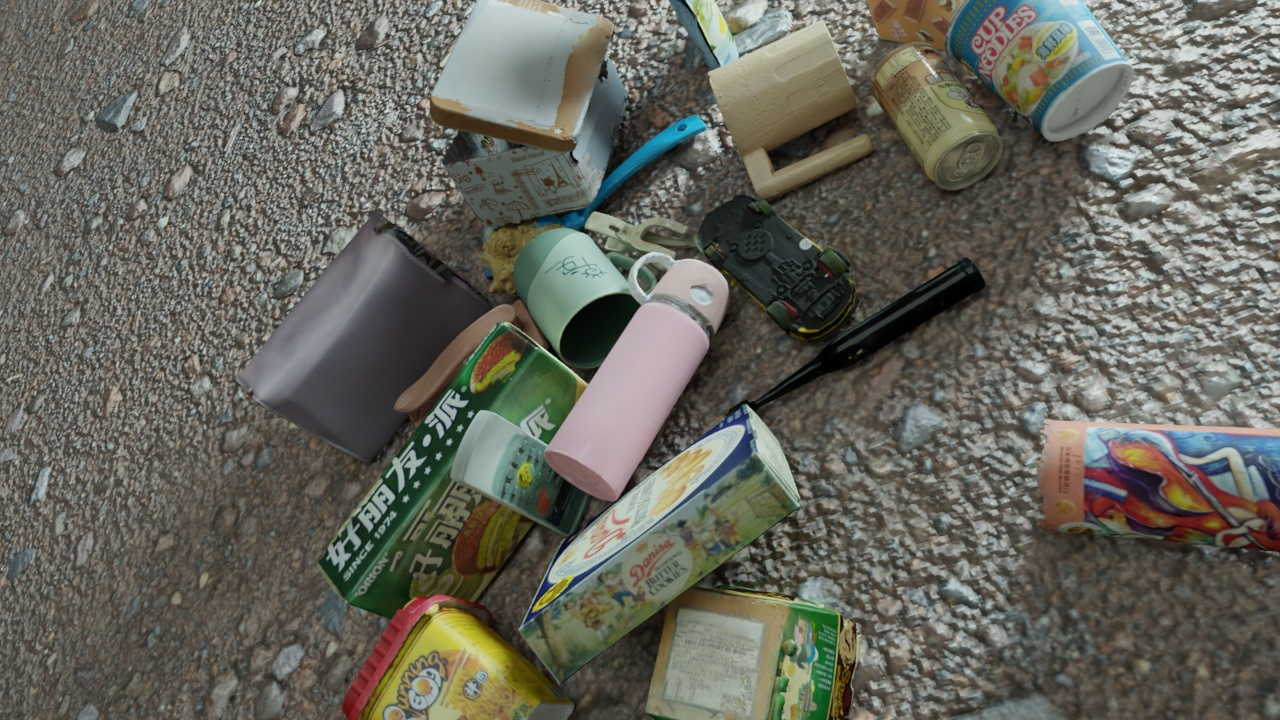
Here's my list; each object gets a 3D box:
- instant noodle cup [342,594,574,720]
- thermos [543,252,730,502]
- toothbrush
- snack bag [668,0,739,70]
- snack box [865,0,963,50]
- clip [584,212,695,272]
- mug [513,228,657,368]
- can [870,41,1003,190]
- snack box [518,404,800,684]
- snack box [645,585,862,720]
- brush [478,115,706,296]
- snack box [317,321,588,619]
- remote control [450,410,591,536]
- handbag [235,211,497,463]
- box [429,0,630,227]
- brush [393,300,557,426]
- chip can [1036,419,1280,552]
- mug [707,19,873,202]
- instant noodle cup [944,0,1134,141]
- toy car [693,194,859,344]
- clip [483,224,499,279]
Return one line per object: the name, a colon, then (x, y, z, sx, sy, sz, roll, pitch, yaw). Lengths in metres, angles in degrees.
instant noodle cup: (-0.126, 0.247, 0.661, 0.124, 0.116, 0.116, 26, 79, 25)
thermos: (-0.004, 0.004, 0.713, 0.198, 0.087, 0.067, -59, 8, -21)
toothbrush: (0.154, -0.009, 0.683, 0.213, 0.026, 0.027, -32, 19, 13)
snack bag: (0.032, -0.345, 0.822, 0.039, 0.191, 0.110, -18, 57, 22)
snack box: (0.250, -0.321, 0.757, 0.094, 0.077, 0.092, 27, 81, 37)
clip: (0.005, -0.101, 0.818, 0.104, 0.076, 0.034, 11, 72, 44)
mug: (-0.044, -0.062, 0.795, 0.111, 0.082, 0.106, -22, 49, -19)
can: (0.228, -0.191, 0.713, 0.059, 0.058, 0.116, -29, 55, 14)
snack box: (0.015, 0.111, 0.612, 0.182, 0.177, 0.046, -38, 92, 7)
snack box: (0.064, 0.194, 0.576, 0.118, 0.105, 0.118, 1, 65, 31)
brush: (-0.046, -0.150, 0.861, 0.255, 0.046, 0.083, -37, 46, 2)
snack box: (-0.134, 0.097, 0.733, 0.063, 0.114, 0.240, 33, 84, 42)
remote control: (-0.086, 0.088, 0.697, 0.019, 0.135, 0.056, 8, 69, 40)
handbag: (-0.252, -0.022, 0.846, 0.098, 0.145, 0.197, 36, 85, 35)
box: (-0.103, -0.244, 0.841, 0.149, 0.158, 0.181, -9, 45, 26)
brush: (-0.149, 0.010, 0.816, 0.146, 0.073, 0.063, -38, 54, 9)
chip can: (0.338, 0.070, 0.506, 0.215, 0.071, 0.071, 1, 66, 31)
mug: (0.127, -0.210, 0.776, 0.104, 0.084, 0.124, -22, 81, 16)
instant noodle cup: (0.298, -0.224, 0.675, 0.099, 0.099, 0.110, -32, 61, 11)
toy car: (0.107, -0.077, 0.733, 0.071, 0.041, 0.156, -45, 54, 2)
clip: (-0.143, -0.109, 0.907, 0.024, 0.027, 0.056, -8, 72, 28)
